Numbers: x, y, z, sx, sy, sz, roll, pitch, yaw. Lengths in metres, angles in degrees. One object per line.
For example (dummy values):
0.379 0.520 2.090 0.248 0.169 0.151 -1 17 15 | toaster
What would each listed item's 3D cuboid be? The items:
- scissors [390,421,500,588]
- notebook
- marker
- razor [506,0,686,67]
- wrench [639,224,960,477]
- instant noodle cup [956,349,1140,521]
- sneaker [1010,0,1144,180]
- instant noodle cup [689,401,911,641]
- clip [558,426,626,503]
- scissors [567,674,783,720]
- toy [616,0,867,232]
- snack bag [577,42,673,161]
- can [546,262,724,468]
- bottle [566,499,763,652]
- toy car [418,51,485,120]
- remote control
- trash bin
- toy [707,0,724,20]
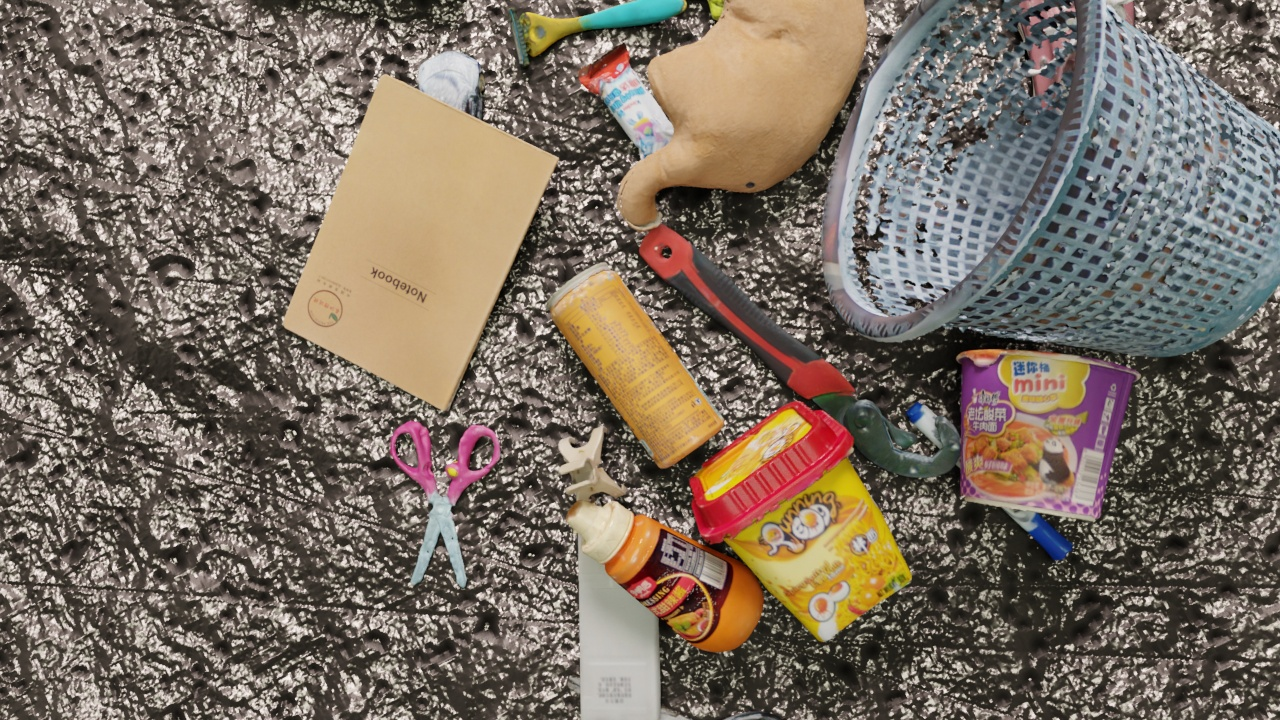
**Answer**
-0.157 0.105 0.690 0.108 0.017 0.135 22 94 5 | scissors
-0.167 -0.086 0.682 0.148 0.008 0.208 27 100 6 | notebook
0.246 0.084 0.650 0.146 0.017 0.017 45 92 5 | marker
-0.031 -0.252 0.681 0.133 0.028 0.043 -9 110 8 | razor
0.109 -0.006 0.660 0.273 0.016 0.056 38 114 8 | wrench
0.258 0.050 0.600 0.111 0.111 0.099 9 86 6 | instant noodle cup
0.299 -0.230 0.618 0.118 0.088 0.241 -4 89 6 | sneaker
0.110 0.109 0.621 0.116 0.116 0.123 -36 97 3 | instant noodle cup
-0.033 0.087 0.644 0.035 0.102 0.095 -18 112 3 | clip
0.027 0.276 0.667 0.175 0.014 0.133 -14 86 5 | scissors
0.071 -0.181 0.638 0.143 0.082 0.226 24 98 -13 | toy
-0.002 -0.182 0.677 0.045 0.026 0.105 -35 88 -4 | snack bag
-0.004 0.004 0.656 0.058 0.058 0.146 -36 85 3 | can
0.013 0.141 0.628 0.149 0.067 0.067 35 92 -15 | bottle
-0.144 -0.182 0.689 0.049 0.031 0.105 1 87 5 | toy car
-0.015 0.189 0.666 0.058 0.021 0.150 -1 84 5 | remote control
0.246 -0.095 0.530 0.195 0.227 0.226 16 90 -17 | trash bin
0.056 -0.294 0.673 0.097 0.031 0.100 -28 89 0 | toy
